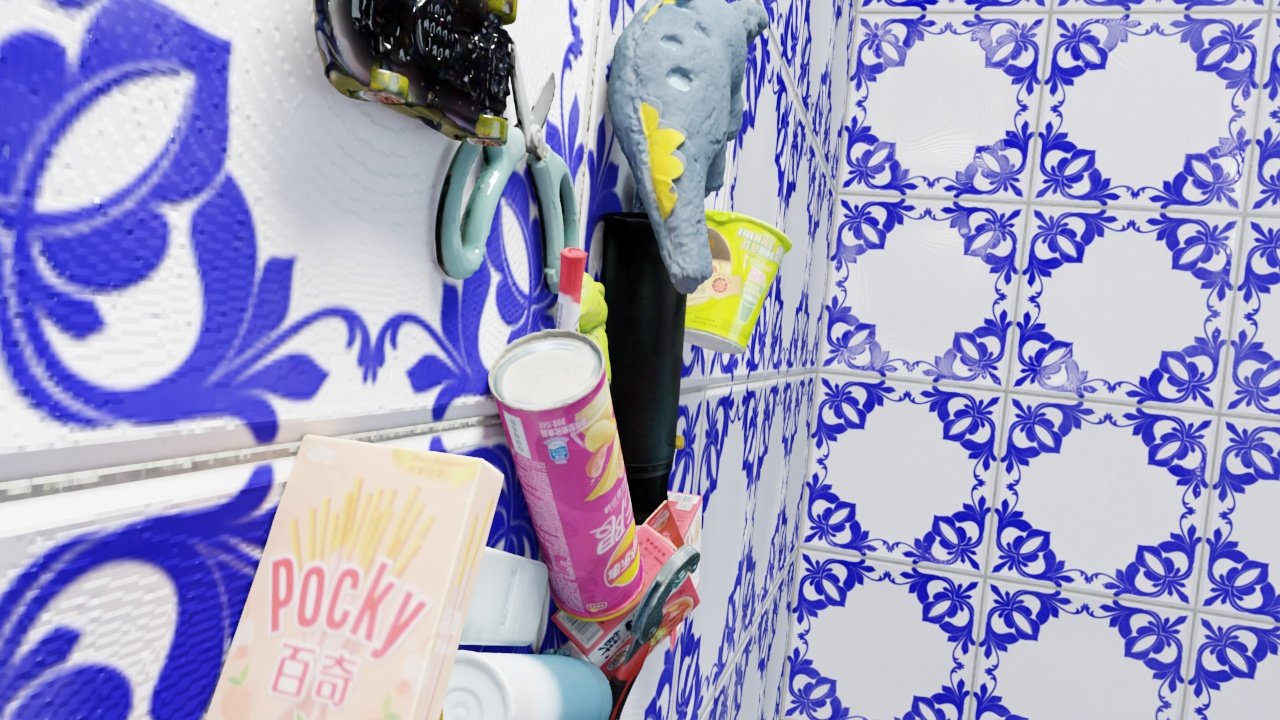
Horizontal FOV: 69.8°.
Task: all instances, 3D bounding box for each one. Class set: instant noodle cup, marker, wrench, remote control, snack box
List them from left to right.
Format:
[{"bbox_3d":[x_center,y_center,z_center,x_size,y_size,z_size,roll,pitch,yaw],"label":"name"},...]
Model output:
[{"bbox_3d":[-0.112,0.109,0.345,0.026,0.084,0.157,55,44,-62],"label":"snack box"},{"bbox_3d":[-0.089,0.142,0.551,0.136,0.020,0.055,50,47,-68],"label":"remote control"},{"bbox_3d":[-0.050,-0.004,0.601,0.017,0.017,0.145,-55,156,-59],"label":"marker"},{"bbox_3d":[-0.012,0.250,0.716,0.056,0.016,0.274,-21,139,-51],"label":"wrench"},{"bbox_3d":[0.001,0.190,0.735,0.127,0.044,0.113,-43,150,-14],"label":"snack box"},{"bbox_3d":[0.029,0.214,0.946,0.126,0.044,0.113,-49,143,-65],"label":"snack box"},{"bbox_3d":[0.084,-0.075,0.932,0.111,0.112,0.123,43,63,-70],"label":"instant noodle cup"}]

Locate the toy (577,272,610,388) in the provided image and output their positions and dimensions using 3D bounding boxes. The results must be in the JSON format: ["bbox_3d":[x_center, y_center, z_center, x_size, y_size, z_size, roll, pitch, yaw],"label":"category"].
[{"bbox_3d":[-0.039,-0.008,0.648,0.096,0.031,0.100,32,61,-73],"label":"toy"}]

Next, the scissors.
[{"bbox_3d":[-0.069,-0.086,0.539,0.170,0.019,0.170,75,25,-49],"label":"scissors"}]

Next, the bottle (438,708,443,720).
[{"bbox_3d":[-0.120,0.191,0.374,0.068,0.068,0.189,34,64,-72],"label":"bottle"}]

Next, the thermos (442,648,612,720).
[{"bbox_3d":[-0.071,0.214,0.569,0.220,0.070,0.070,54,45,-68],"label":"thermos"}]

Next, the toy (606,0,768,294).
[{"bbox_3d":[0.039,-0.207,0.696,0.138,0.092,0.355,46,41,-29],"label":"toy"}]

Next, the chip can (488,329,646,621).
[{"bbox_3d":[-0.042,0.081,0.598,0.071,0.071,0.211,-67,157,-44],"label":"chip can"}]

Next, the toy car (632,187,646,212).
[{"bbox_3d":[0.013,-0.121,0.783,0.106,0.031,0.048,65,36,-59],"label":"toy car"}]

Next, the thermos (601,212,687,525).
[{"bbox_3d":[-0.004,0.004,0.736,0.090,0.068,0.243,-132,-135,-69],"label":"thermos"}]

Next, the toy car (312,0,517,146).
[{"bbox_3d":[-0.093,-0.137,0.391,0.158,0.042,0.070,-5,101,-74],"label":"toy car"}]

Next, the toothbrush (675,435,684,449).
[{"bbox_3d":[0.025,0.070,0.893,0.190,0.017,0.015,53,41,-75],"label":"toothbrush"}]
